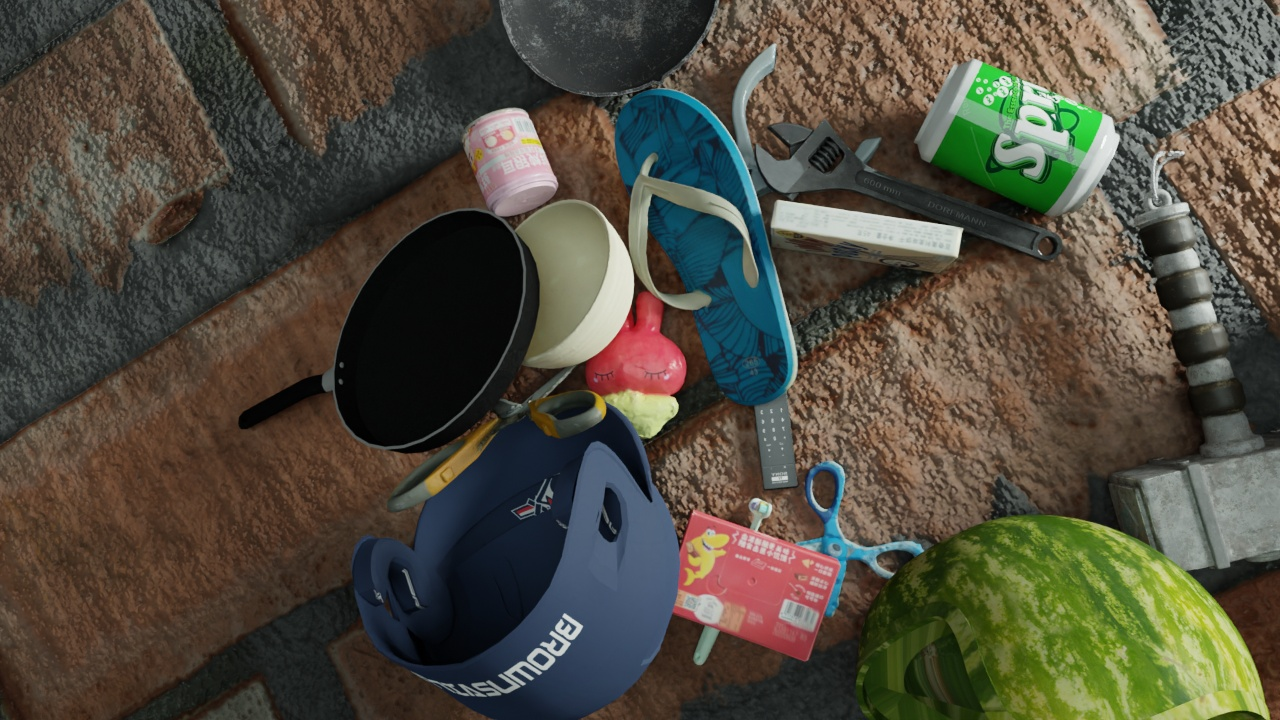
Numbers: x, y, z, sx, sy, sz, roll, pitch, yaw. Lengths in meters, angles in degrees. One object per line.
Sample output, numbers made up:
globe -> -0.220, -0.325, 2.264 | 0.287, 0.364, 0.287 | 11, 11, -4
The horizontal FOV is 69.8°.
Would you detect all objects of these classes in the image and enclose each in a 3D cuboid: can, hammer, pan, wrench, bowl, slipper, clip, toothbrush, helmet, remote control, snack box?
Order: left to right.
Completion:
pan -> -0.234, -0.002, 0.824 | 0.357, 0.034, 0.225 | -24, 55, 25
can -> -0.118, -0.178, 0.828 | 0.067, 0.067, 0.076 | -24, 83, 7
helmet -> -0.079, 0.152, 0.739 | 0.233, 0.223, 0.271 | -23, 52, 18
bowl -> -0.062, -0.055, 0.797 | 0.151, 0.075, 0.150 | -20, 57, 32
pan -> 0.042, -0.371, 0.827 | 0.357, 0.040, 0.207 | -27, 83, 6
slipper -> 0.051, -0.100, 0.783 | 0.118, 0.060, 0.295 | -23, 86, 32
toothbrush -> 0.079, 0.195, 0.805 | 0.022, 0.015, 0.155 | 22, 91, 35
snack box -> 0.093, 0.191, 0.784 | 0.133, 0.021, 0.089 | 19, 91, 5
remote control -> 0.115, 0.043, 0.809 | 0.030, 0.009, 0.140 | -7, 86, 9
clip -> 0.127, -0.204, 0.810 | 0.165, 0.032, 0.165 | -3, 86, 9
snack box -> 0.184, -0.103, 0.768 | 0.150, 0.082, 0.026 | 10, 88, 10
wrench -> 0.227, -0.139, 0.777 | 0.273, 0.018, 0.073 | 20, 92, 0
can -> 0.304, -0.181, 0.750 | 0.140, 0.087, 0.088 | 27, 92, 9
helmet -> 0.294, 0.224, 0.660 | 0.243, 0.247, 0.213 | -26, 117, -14
hammer -> 0.443, -0.005, 0.723 | 0.177, 0.079, 0.326 | -15, 85, 8

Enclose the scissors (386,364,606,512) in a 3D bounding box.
scissors -> -0.101, 0.051, 0.743 | 0.230, 0.224, 0.016 | -10, 115, 48

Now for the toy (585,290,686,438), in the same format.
toy -> -0.005, 0.005, 0.811 | 0.092, 0.045, 0.135 | 1, 80, 14

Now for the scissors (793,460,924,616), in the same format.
scissors -> 0.175, 0.152, 0.795 | 0.134, 0.011, 0.140 | -8, 86, 10
